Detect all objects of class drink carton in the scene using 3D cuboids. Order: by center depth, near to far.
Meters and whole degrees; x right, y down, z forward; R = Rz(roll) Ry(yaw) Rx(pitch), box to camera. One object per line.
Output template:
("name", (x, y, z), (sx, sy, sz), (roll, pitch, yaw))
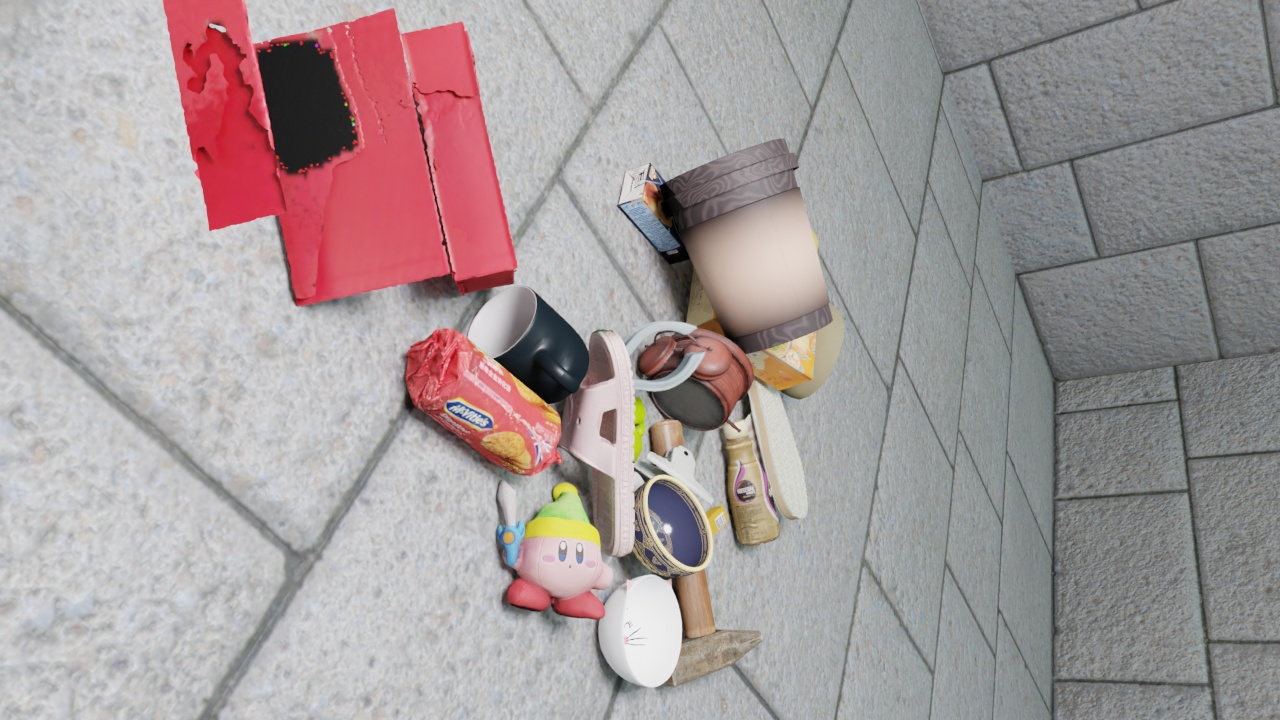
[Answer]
("drink carton", (0.026, -0.186, 1.182), (0.130, 0.040, 0.064), (44, 47, -42))

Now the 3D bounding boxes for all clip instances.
("clip", (-0.001, 0.022, 1.014), (0.162, 0.028, 0.112), (-19, 99, -16))
("clip", (0.045, 0.127, 1.066), (0.102, 0.056, 0.056), (38, 82, -18))

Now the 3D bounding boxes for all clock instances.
("clock", (0.065, 0.017, 1.113), (0.072, 0.121, 0.158), (-59, 137, -36))

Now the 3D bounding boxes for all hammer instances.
("hammer", (0.059, 0.218, 1.099), (0.157, 0.037, 0.300), (-2, 79, -43))

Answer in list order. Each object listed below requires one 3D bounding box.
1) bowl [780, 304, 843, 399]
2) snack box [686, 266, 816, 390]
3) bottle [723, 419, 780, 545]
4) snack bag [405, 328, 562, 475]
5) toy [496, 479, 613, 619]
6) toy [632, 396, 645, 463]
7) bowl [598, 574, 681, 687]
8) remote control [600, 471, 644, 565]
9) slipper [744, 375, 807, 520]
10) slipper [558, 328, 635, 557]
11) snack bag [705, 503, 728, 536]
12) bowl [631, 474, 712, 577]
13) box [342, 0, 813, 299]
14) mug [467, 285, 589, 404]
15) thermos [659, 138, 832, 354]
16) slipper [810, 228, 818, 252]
("bowl", (0.238, -0.021, 1.379), (0.050, 0.153, 0.152), (21, 59, -19))
("snack box", (0.153, -0.062, 1.277), (0.195, 0.081, 0.144), (29, 55, -31))
("bottle", (0.144, 0.164, 1.243), (0.059, 0.060, 0.166), (-11, 88, -57))
("snack bag", (-0.143, 0.041, 0.830), (0.176, 0.082, 0.082), (45, 46, -41))
("toy", (-0.087, 0.179, 0.894), (0.124, 0.097, 0.131), (12, 75, -13))
("toy", (-0.018, 0.077, 1.045), (0.094, 0.036, 0.093), (36, 47, -55))
("bowl", (-0.007, 0.289, 0.984), (0.114, 0.051, 0.114), (22, 63, -52))
("remote control", (-0.025, 0.178, 1.025), (0.033, 0.012, 0.130), (61, 37, -25))
("slipper", (0.182, 0.104, 1.327), (0.115, 0.052, 0.262), (19, 55, -57))
("slipper", (-0.049, 0.087, 0.940), (0.064, 0.094, 0.239), (-6, 99, -20))
("snack bag", (0.086, 0.213, 1.175), (0.099, 0.020, 0.026), (-31, 102, -55))
("bowl", (0.021, 0.190, 1.016), (0.112, 0.061, 0.112), (36, 36, -32))
("box", (-0.055, -0.194, 0.799), (0.198, 0.351, 0.217), (158, -81, -86))
("mug", (-0.096, -0.004, 0.876), (0.085, 0.121, 0.094), (-49, 132, -3))
("thermos", (0.138, -0.134, 1.125), (0.172, 0.173, 0.226), (-28, 99, -56))
("slipper", (0.228, -0.177, 1.431), (0.078, 0.100, 0.263), (-49, 126, -39))
